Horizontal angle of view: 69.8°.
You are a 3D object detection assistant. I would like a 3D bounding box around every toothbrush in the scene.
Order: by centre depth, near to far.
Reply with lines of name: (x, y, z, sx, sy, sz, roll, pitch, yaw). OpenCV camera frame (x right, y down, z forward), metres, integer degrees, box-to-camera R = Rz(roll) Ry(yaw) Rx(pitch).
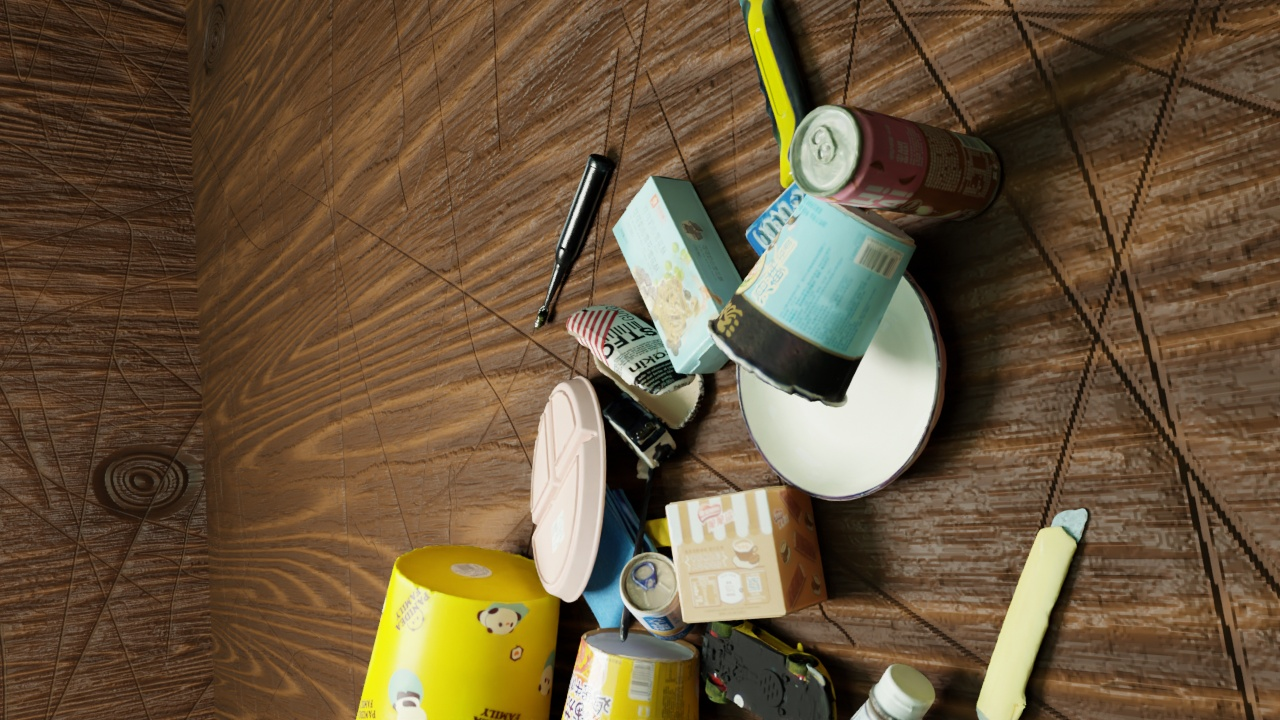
toothbrush: (-0.005, 0.170, 0.849, 0.016, 0.018, 0.180, 85, -168, -58)
toothbrush: (-0.079, -0.123, 0.997, 0.027, 0.026, 0.213, -77, 10, -61)

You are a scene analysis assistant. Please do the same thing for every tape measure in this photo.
tape measure: (0.002, 0.069, 0.860, 0.033, 0.066, 0.066, -41, 39, -8)

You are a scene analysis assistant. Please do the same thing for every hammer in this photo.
hammer: (0.098, -0.297, 0.764, 0.126, 0.031, 0.323, -33, 64, 48)

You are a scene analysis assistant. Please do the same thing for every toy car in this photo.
toy car: (0.103, 0.259, 0.750, 0.156, 0.041, 0.071, 11, 99, 53)

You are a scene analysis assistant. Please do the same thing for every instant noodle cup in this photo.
instant noodle cup: (0.120, -0.048, 0.621, 0.111, 0.111, 0.121, 46, 116, 42)
instant noodle cup: (-0.007, 0.309, 0.829, 0.138, 0.137, 0.109, 3, 85, 52)

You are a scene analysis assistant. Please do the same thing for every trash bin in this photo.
trash bin: (-0.197, 0.353, 1.006, 0.230, 0.229, 0.255, 16, 97, 51)

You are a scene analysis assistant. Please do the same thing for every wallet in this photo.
wallet: (-0.031, 0.199, 0.918, 0.106, 0.040, 0.133, 56, 139, 31)

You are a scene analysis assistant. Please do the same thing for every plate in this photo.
plate: (0.151, 0.007, 0.689, 0.193, 0.039, 0.192, 0, 90, 52)
plate: (-0.080, 0.129, 0.939, 0.230, 0.028, 0.229, -176, 91, -71)

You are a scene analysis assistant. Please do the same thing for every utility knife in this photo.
utility knife: (0.247, 0.169, 0.584, 0.031, 0.018, 0.167, 27, 112, 45)
utility knife: (0.025, 0.160, 0.872, 0.210, 0.015, 0.033, -21, 72, 55)

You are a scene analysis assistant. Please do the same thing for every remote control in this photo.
remote control: (0.135, -0.120, 0.713, 0.049, 0.024, 0.125, 51, 134, 5)

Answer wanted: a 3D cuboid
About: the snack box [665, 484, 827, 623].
snack box: (0.085, 0.152, 0.728, 0.093, 0.077, 0.094, -15, 78, 34)

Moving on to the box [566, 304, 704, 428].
box: (-0.003, 0.007, 0.875, 0.163, 0.076, 0.088, 34, 143, 45)

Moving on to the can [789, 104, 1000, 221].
can: (0.165, -0.123, 0.583, 0.058, 0.147, 0.058, 0, 90, 53)

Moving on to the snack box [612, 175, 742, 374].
snack box: (0.039, -0.078, 0.824, 0.074, 0.051, 0.174, -50, 53, 41)

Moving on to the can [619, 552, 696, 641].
can: (0.018, 0.205, 0.791, 0.135, 0.053, 0.053, 70, 178, -63)

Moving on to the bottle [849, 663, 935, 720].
bottle: (0.149, 0.299, 0.660, 0.044, 0.079, 0.195, 51, 126, 46)
